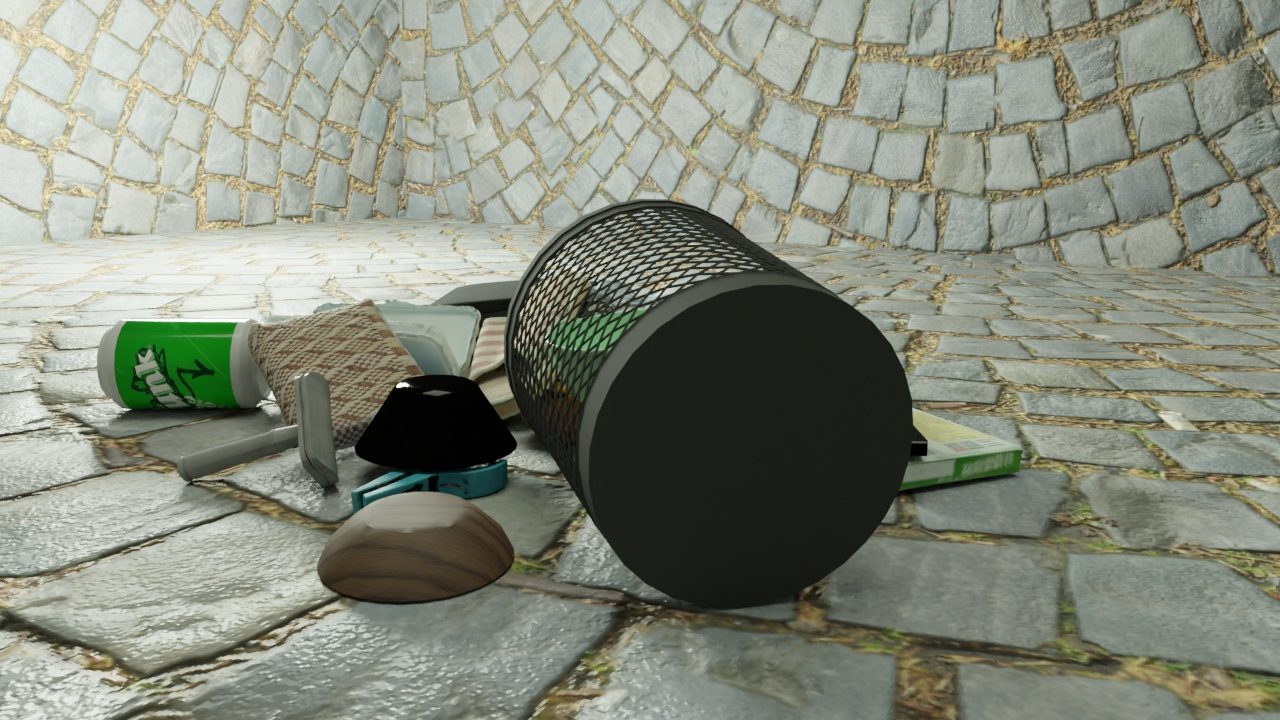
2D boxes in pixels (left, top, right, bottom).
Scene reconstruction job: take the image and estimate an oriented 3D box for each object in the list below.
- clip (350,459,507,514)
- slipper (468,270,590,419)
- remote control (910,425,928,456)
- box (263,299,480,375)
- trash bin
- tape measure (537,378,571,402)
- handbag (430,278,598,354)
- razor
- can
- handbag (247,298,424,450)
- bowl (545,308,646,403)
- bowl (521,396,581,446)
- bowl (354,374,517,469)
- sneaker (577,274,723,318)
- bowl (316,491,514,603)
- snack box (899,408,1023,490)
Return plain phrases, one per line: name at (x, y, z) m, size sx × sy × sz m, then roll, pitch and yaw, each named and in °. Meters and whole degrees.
clip at (-0.146, 0.089, 0.677) m, size 0.120 × 0.033 × 0.122 m, roll 4°, pitch 12°, yaw -6°
slipper at (-0.115, -0.031, 0.936) m, size 0.115 × 0.052 × 0.262 m, roll -17°, pitch 27°, yaw 22°
remote control at (0.203, 0.052, 0.765) m, size 0.034 × 0.013 × 0.150 m, roll 1°, pitch 12°, yaw 2°
box at (-0.293, -0.037, 0.995) m, size 0.210 × 0.105 × 0.128 m, roll 0°, pitch 54°, yaw 7°
trash bin at (0.034, 0.018, 0.598) m, size 0.217 × 0.218 × 0.227 m, roll -2°, pitch 17°, yaw -15°
tape measure at (-0.080, 0.030, 0.931) m, size 0.059 × 0.030 × 0.068 m, roll 5°, pitch 13°, yaw 6°
handbag at (-0.148, -0.070, 1.146) m, size 0.196 × 0.072 × 0.175 m, roll -15°, pitch 12°, yaw 5°
razor at (-0.291, 0.066, 0.695) m, size 0.116 × 0.047 × 0.088 m, roll -17°, pitch 55°, yaw -3°
can at (-0.432, 0.003, 0.880) m, size 0.140 × 0.088 × 0.087 m, roll 0°, pitch 13°, yaw -6°
handbag at (-0.266, 0.014, 0.821) m, size 0.124 × 0.047 × 0.186 m, roll -17°, pitch 42°, yaw -29°
bowl at (-0.005, 0.005, 0.797) m, size 0.151 × 0.077 × 0.150 m, roll -6°, pitch 14°, yaw 1°
bowl at (-0.050, 0.058, 0.815) m, size 0.102 × 0.026 × 0.114 m, roll 12°, pitch 16°, yaw 36°
bowl at (-0.158, 0.041, 0.712) m, size 0.124 × 0.052 × 0.124 m, roll 2°, pitch 11°, yaw -1°
sneaker at (-0.024, -0.016, 0.978) m, size 0.270 × 0.103 × 0.132 m, roll -7°, pitch 25°, yaw 32°
bowl at (-0.139, 0.108, 0.570) m, size 0.119 × 0.032 × 0.119 m, roll 1°, pitch 13°, yaw 0°
snack box at (0.216, 0.069, 0.793) m, size 0.131 × 0.027 × 0.168 m, roll -4°, pitch 14°, yaw -25°
